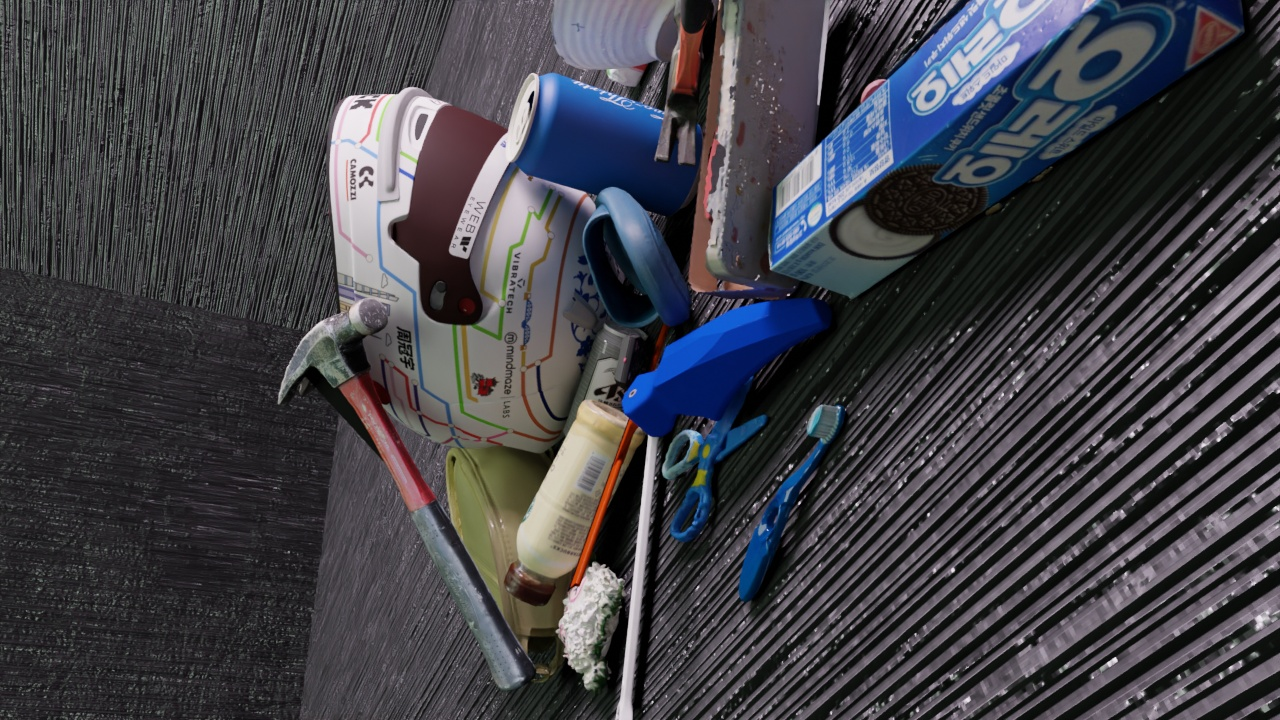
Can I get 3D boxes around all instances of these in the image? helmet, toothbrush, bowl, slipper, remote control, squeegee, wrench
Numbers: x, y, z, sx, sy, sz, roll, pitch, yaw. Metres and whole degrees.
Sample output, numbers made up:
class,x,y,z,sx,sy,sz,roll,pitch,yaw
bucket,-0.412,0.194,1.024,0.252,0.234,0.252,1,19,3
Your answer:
class,x,y,z,sx,sy,sz,roll,pitch,yaw
helmet,-0.134,-0.073,0.806,0.230,0.236,0.315,-73,-14,-68
toothbrush,0.080,0.081,0.508,0.021,0.016,0.132,-117,46,-61
bowl,0.015,-0.298,0.758,0.071,0.176,0.178,45,130,16
slipper,-0.009,-0.071,0.659,0.104,0.059,0.213,63,180,-12
remote control,-0.004,0.004,0.681,0.124,0.010,0.039,37,-115,-83
squeegee,0.039,0.008,0.569,0.185,0.055,0.248,-30,28,39
wrench,0.001,0.134,0.660,0.047,0.009,0.273,116,161,-75

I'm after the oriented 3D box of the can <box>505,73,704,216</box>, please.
class,x,y,z,sx,sy,sz,roll,pitch,yaw
can,-0.026,-0.169,0.723,0.079,0.146,0.079,-168,91,-68

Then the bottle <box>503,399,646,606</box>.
class,x,y,z,sx,sy,sz,roll,pitch,yaw
bottle,-0.055,0.113,0.721,0.162,0.056,0.056,-63,24,4

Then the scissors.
class,x,y,z,sx,sy,sz,roll,pitch,yaw
scissors,0.047,0.055,0.611,0.132,0.019,0.104,-64,27,20

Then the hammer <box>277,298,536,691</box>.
class,x,y,z,sx,sy,sz,roll,pitch,yaw
hammer,-0.180,0.118,0.734,0.141,0.036,0.326,-27,93,37

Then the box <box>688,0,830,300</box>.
class,x,y,z,sx,sy,sz,roll,pitch,yaw
box,0.059,-0.148,0.552,0.105,0.096,0.216,2,85,57

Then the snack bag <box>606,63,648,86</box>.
class,x,y,z,sx,sy,sz,roll,pitch,yaw
snack bag,0.001,-0.336,0.897,0.076,0.036,0.116,-98,30,-43

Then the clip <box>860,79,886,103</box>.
class,x,y,z,sx,sy,sz,roll,pitch,yaw
clip,0.125,-0.127,0.509,0.037,0.022,0.059,-110,37,-48

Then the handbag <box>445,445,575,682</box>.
class,x,y,z,sx,sy,sz,roll,pitch,yaw
handbag,-0.116,0.172,0.855,0.233,0.088,0.191,-172,79,-68

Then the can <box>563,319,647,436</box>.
class,x,y,z,sx,sy,sz,roll,pitch,yaw
can,-0.029,0.022,0.763,0.044,0.044,0.107,-127,53,-62

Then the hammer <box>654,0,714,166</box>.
class,x,y,z,sx,sy,sz,roll,pitch,yaw
hammer,0.032,-0.212,0.546,0.333,0.033,0.133,69,-151,-88

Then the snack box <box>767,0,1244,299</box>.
class,x,y,z,sx,sy,sz,roll,pitch,yaw
snack box,0.141,-0.104,0.411,0.227,0.059,0.059,-41,37,55

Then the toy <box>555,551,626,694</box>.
class,x,y,z,sx,sy,sz,roll,pitch,yaw
toy,-0.043,0.194,0.712,0.109,0.041,0.096,-146,68,-74

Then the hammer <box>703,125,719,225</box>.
class,x,y,z,sx,sy,sz,roll,pitch,yaw
hammer,0.085,-0.245,0.657,0.126,0.036,0.315,-162,85,-70
